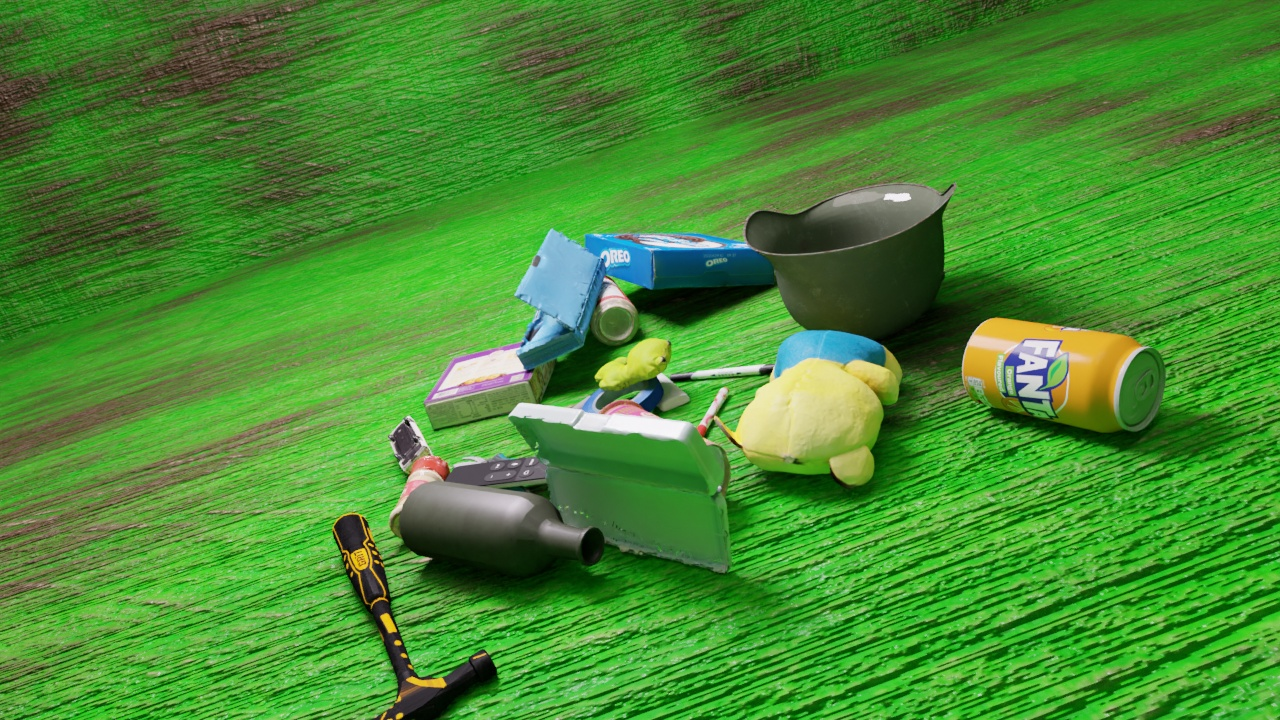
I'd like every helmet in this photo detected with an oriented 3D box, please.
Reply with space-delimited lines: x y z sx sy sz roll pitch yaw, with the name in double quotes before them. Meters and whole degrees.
"helmet" 0.248 -0.109 1.032 0.227 0.154 0.266 -3 30 29

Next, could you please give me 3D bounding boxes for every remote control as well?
"remote control" -0.128 0.113 0.923 0.147 0.008 0.045 -9 24 15
"remote control" 0.018 0.028 1.065 0.033 0.012 0.131 -22 22 -12

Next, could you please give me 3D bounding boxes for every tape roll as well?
"tape roll" -0.020 0.045 1.027 0.091 0.016 0.092 -2 33 44

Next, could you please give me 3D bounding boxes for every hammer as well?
"hammer" -0.225 0.210 0.781 0.123 0.036 0.321 -26 25 -18

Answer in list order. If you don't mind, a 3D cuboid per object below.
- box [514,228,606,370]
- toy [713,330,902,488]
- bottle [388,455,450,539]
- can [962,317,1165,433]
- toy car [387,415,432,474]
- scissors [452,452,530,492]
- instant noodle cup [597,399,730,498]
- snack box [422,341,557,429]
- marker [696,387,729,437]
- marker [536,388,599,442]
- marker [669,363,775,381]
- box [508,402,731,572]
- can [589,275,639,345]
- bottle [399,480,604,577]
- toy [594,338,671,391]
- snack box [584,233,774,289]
"box" -0.115 -0.094 1.195 0.094 0.102 0.231 -23 24 19
"toy" 0.160 0.035 0.847 0.149 0.084 0.213 -7 21 29
"bottle" -0.225 0.139 0.938 0.044 0.044 0.109 -15 22 7
"can" 0.348 0.011 0.765 0.079 0.079 0.143 -28 24 -27
"toy car" -0.265 0.101 1.069 0.039 0.039 0.113 -48 26 -5
"scissors" -0.143 0.118 0.960 0.128 0.019 0.153 -17 22 -1
"instant noodle cup" 0.016 0.093 0.809 0.109 0.098 0.097 14 37 41
"snack box" -0.192 0.026 1.192 0.143 0.040 0.147 -13 22 11
"marker" 0.068 0.063 0.943 0.013 0.013 0.141 -6 24 26
"marker" -0.068 0.056 1.058 0.016 0.016 0.140 5 31 44
"marker" 0.102 0.013 1.041 0.152 0.011 0.011 -6 24 27
"box" -0.017 0.097 0.752 0.198 0.136 0.049 4 30 42
"can" -0.050 -0.075 1.296 0.067 0.067 0.170 -19 21 -5
"bottle" -0.120 0.148 0.796 0.207 0.071 0.071 1 27 38
"toy" -0.006 0.006 1.027 0.093 0.036 0.094 -36 20 -4
"snack box" 0.051 -0.148 1.333 0.195 0.056 0.239 -5 14 -25
